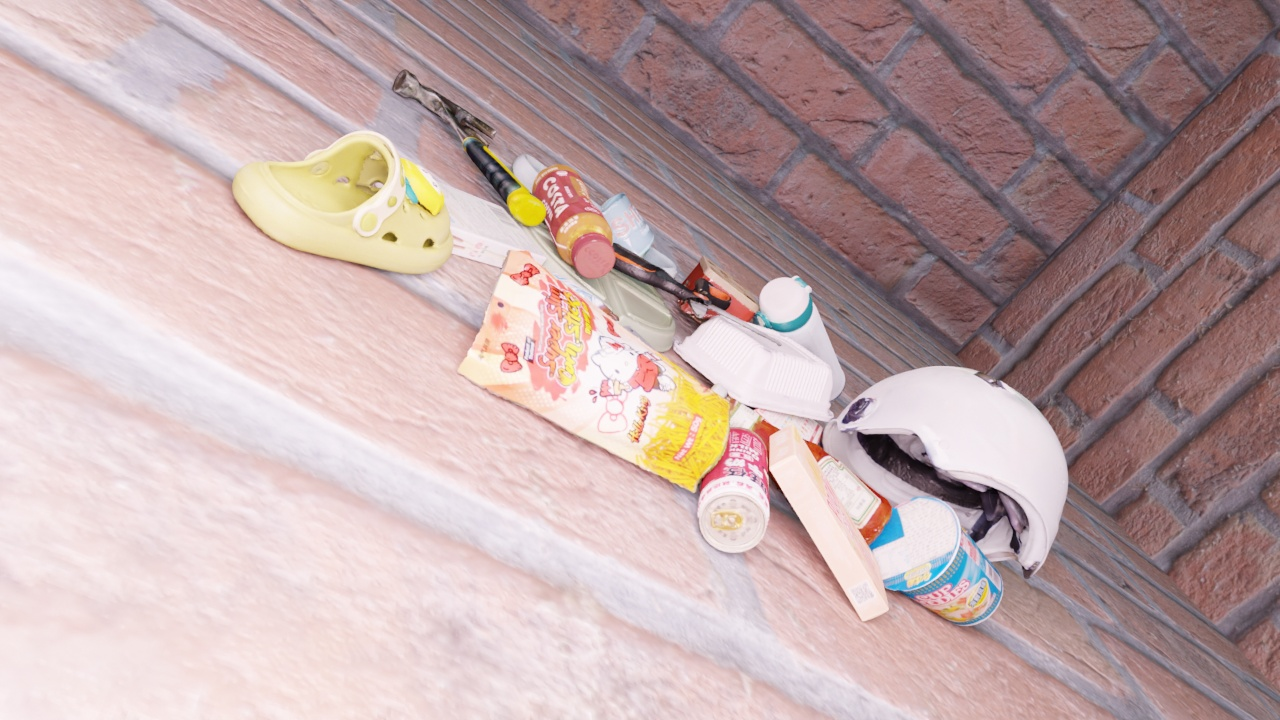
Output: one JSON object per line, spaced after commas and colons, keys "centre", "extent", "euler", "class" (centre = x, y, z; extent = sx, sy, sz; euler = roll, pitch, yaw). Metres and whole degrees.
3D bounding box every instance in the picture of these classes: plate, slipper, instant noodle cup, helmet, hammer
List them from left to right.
{"centre": [-0.195, -0.116, 0.657], "extent": [0.091, 0.082, 0.190], "euler": [49, 21, 18], "class": "slipper"}
{"centre": [-0.177, -0.232, 1.020], "extent": [0.126, 0.032, 0.323], "euler": [25, 17, -42], "class": "hammer"}
{"centre": [-0.049, -0.094, 0.997], "extent": [0.230, 0.027, 0.229], "euler": [37, 17, -14], "class": "plate"}
{"centre": [-0.050, -0.184, 1.142], "extent": [0.245, 0.074, 0.104], "euler": [37, 16, -6], "class": "slipper"}
{"centre": [0.137, 0.003, 1.026], "extent": [0.173, 0.060, 0.138], "euler": [15, 19, -42], "class": "instant noodle cup"}
{"centre": [0.291, 0.200, 0.882], "extent": [0.110, 0.099, 0.099], "euler": [39, 16, -27], "class": "instant noodle cup"}
{"centre": [0.321, 0.091, 0.946], "extent": [0.229, 0.145, 0.259], "euler": [45, -15, -17], "class": "helmet"}

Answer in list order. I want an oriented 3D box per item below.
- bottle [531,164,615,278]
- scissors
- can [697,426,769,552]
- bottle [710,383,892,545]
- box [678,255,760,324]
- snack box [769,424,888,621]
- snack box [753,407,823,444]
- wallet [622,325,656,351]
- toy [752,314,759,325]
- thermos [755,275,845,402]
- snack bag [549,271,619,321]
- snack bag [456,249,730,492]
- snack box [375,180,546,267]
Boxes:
{"centre": [-0.066, -0.140, 0.927], "extent": [0.057, 0.057, 0.174], "euler": [29, 20, -33], "class": "bottle"}
{"centre": [0.051, -0.075, 0.987], "extent": [0.221, 0.022, 0.230], "euler": [25, 13, 0], "class": "scissors"}
{"centre": [0.075, 0.100, 0.729], "extent": [0.053, 0.053, 0.132], "euler": [39, 17, -5], "class": "can"}
{"centre": [0.143, 0.097, 0.878], "extent": [0.206, 0.060, 0.059], "euler": [38, 17, 5], "class": "bottle"}
{"centre": [0.095, -0.073, 1.192], "extent": [0.091, 0.078, 0.168], "euler": [37, 11, -6], "class": "box"}
{"centre": [0.160, 0.136, 0.784], "extent": [0.157, 0.026, 0.084], "euler": [58, 14, -8], "class": "snack box"}
{"centre": [0.161, 0.074, 1.019], "extent": [0.077, 0.027, 0.155], "euler": [42, 17, 8], "class": "snack box"}
{"centre": [-0.005, 0.005, 0.827], "extent": [0.106, 0.037, 0.129], "euler": [46, 18, 15], "class": "wallet"}
{"centre": [0.214, -0.016, 1.323], "extent": [0.161, 0.050, 0.156], "euler": [45, 9, -10], "class": "toy"}
{"centre": [0.203, -0.022, 1.161], "extent": [0.073, 0.073, 0.224], "euler": [54, 1, 38], "class": "thermos"}
{"centre": [-0.069, -0.060, 0.846], "extent": [0.104, 0.026, 0.048], "euler": [31, 22, 31], "class": "snack bag"}
{"centre": [-0.030, 0.011, 0.694], "extent": [0.208, 0.073, 0.128], "euler": [34, 45, -22], "class": "snack bag"}
{"centre": [-0.160, -0.125, 0.840], "extent": [0.084, 0.027, 0.156], "euler": [49, 19, 26], "class": "snack box"}
